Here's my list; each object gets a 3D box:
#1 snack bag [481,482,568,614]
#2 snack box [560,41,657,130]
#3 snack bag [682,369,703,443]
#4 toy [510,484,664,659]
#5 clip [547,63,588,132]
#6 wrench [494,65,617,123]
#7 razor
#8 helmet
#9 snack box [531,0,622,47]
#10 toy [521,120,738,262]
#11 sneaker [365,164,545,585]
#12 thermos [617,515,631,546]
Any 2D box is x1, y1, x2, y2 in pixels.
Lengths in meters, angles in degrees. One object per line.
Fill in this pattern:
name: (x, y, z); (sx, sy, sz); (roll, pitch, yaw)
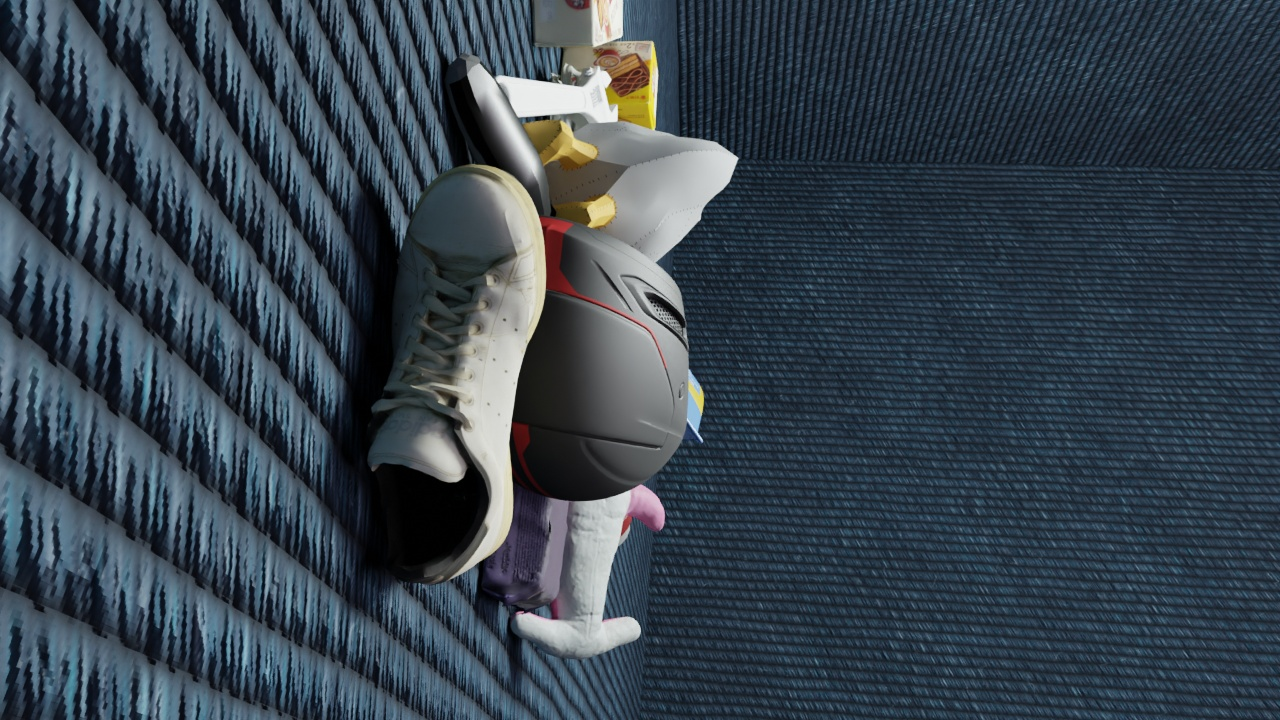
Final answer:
snack bag: (-0.096, 0.119, 0.825); (0.096, 0.058, 0.205); (76, 18, -70)
snack box: (-0.036, -0.310, 1.044); (0.061, 0.106, 0.083); (70, 23, -72)
snack bag: (-0.006, 0.006, 0.961); (0.159, 0.102, 0.205); (55, -6, -14)
toy: (-0.072, 0.173, 0.962); (0.128, 0.186, 0.265); (-17, -114, 52)
clip: (-0.070, -0.234, 0.984); (0.151, 0.092, 0.125); (6, 87, -77)
wrench: (-0.074, -0.238, 0.837); (0.272, 0.018, 0.066); (-38, 124, -66)
razor: (-0.102, -0.150, 0.667); (0.057, 0.060, 0.156); (-54, 154, -28)
helmet: (-0.050, 0.020, 0.696); (0.264, 0.164, 0.169); (45, 58, -64)
snack box: (-0.062, -0.392, 0.963); (0.229, 0.062, 0.110); (-74, 165, -67)
toy: (-0.025, -0.142, 0.864); (0.267, 0.247, 0.141); (4, 67, -67)
sneaker: (-0.112, 0.014, 0.506); (0.102, 0.089, 0.242); (-41, 138, -72)
thermos: (-0.065, 0.156, 1.120); (0.107, 0.084, 0.199); (-46, 147, -33)
